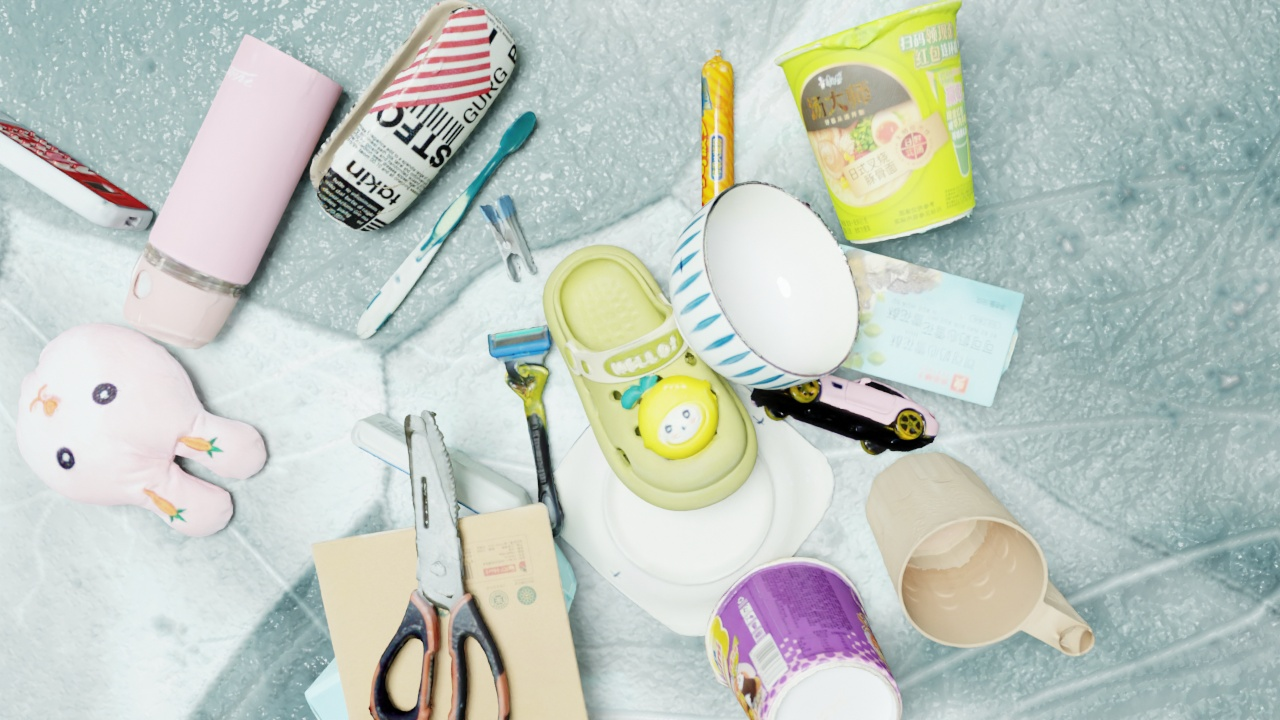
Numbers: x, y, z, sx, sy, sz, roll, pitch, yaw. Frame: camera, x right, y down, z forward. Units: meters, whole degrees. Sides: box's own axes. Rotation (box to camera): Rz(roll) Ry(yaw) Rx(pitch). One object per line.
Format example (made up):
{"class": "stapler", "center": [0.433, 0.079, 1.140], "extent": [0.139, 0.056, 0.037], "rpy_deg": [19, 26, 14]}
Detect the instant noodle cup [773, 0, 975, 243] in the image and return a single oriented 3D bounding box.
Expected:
{"class": "instant noodle cup", "center": [0.152, -0.140, 0.558], "extent": [0.112, 0.111, 0.123], "rpy_deg": [-17, 101, 3]}

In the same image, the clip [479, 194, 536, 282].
{"class": "clip", "center": [-0.087, -0.080, 0.609], "extent": [0.038, 0.026, 0.058], "rpy_deg": [-20, 101, 15]}

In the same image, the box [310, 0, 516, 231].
{"class": "box", "center": [-0.151, -0.161, 0.592], "extent": [0.163, 0.076, 0.087], "rpy_deg": [-53, 52, 5]}

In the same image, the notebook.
{"class": "notebook", "center": [-0.110, 0.200, 0.563], "extent": [0.148, 0.008, 0.207], "rpy_deg": [-10, 95, 3]}

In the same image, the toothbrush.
{"class": "toothbrush", "center": [-0.130, -0.089, 0.615], "extent": [0.016, 0.018, 0.192], "rpy_deg": [39, 97, -1]}

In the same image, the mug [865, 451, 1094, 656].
{"class": "mug", "center": [0.206, 0.121, 0.568], "extent": [0.124, 0.103, 0.084], "rpy_deg": [28, 106, -7]}

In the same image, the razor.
{"class": "razor", "center": [-0.069, 0.049, 0.616], "extent": [0.043, 0.022, 0.142], "rpy_deg": [-10, 90, 8]}

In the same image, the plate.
{"class": "plate", "center": [0.032, 0.092, 0.612], "extent": [0.164, 0.034, 0.163], "rpy_deg": [39, 94, -1]}

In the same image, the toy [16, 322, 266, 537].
{"class": "toy", "center": [-0.336, 0.049, 0.616], "extent": [0.159, 0.054, 0.121], "rpy_deg": [31, 95, -8]}

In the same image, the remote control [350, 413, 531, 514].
{"class": "remote control", "center": [-0.129, 0.073, 0.609], "extent": [0.125, 0.049, 0.024], "rpy_deg": [29, 92, -1]}

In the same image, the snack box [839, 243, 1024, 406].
{"class": "snack box", "center": [0.147, -0.029, 0.589], "extent": [0.175, 0.051, 0.074], "rpy_deg": [15, 94, 1]}

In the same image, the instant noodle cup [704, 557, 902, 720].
{"class": "instant noodle cup", "center": [0.106, 0.196, 0.574], "extent": [0.111, 0.099, 0.112], "rpy_deg": [-3, 108, -9]}

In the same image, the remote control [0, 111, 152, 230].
{"class": "remote control", "center": [-0.389, -0.128, 0.600], "extent": [0.136, 0.056, 0.020], "rpy_deg": [33, 96, 0]}

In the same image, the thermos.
{"class": "thermos", "center": [-0.272, -0.109, 0.598], "extent": [0.087, 0.067, 0.199], "rpy_deg": [32, 97, 31]}

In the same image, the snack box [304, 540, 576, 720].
{"class": "snack box", "center": [-0.127, 0.182, 0.604], "extent": [0.175, 0.074, 0.051], "rpy_deg": [-32, 93, 4]}

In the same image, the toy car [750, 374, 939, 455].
{"class": "toy car", "center": [0.132, 0.029, 0.590], "extent": [0.122, 0.056, 0.037], "rpy_deg": [19, 68, -7]}

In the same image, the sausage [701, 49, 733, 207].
{"class": "sausage", "center": [0.051, -0.119, 0.601], "extent": [0.021, 0.021, 0.165], "rpy_deg": [0, 94, 2]}

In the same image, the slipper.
{"class": "slipper", "center": [-0.003, 0.003, 0.563], "extent": [0.091, 0.081, 0.190], "rpy_deg": [-31, 72, 0]}

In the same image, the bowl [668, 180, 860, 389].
{"class": "bowl", "center": [0.061, -0.036, 0.523], "extent": [0.116, 0.066, 0.116], "rpy_deg": [15, 63, -32]}

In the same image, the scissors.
{"class": "scissors", "center": [-0.133, 0.140, 0.546], "extent": [0.185, 0.015, 0.208], "rpy_deg": [-40, 92, 5]}
